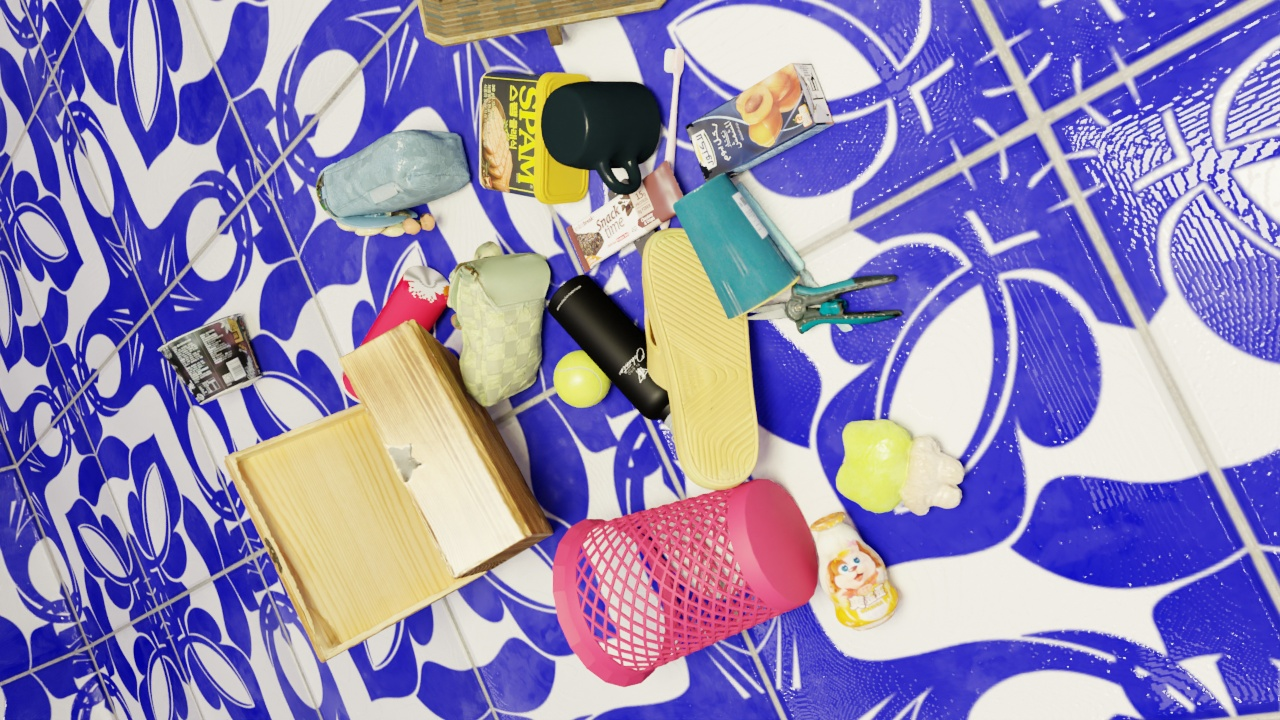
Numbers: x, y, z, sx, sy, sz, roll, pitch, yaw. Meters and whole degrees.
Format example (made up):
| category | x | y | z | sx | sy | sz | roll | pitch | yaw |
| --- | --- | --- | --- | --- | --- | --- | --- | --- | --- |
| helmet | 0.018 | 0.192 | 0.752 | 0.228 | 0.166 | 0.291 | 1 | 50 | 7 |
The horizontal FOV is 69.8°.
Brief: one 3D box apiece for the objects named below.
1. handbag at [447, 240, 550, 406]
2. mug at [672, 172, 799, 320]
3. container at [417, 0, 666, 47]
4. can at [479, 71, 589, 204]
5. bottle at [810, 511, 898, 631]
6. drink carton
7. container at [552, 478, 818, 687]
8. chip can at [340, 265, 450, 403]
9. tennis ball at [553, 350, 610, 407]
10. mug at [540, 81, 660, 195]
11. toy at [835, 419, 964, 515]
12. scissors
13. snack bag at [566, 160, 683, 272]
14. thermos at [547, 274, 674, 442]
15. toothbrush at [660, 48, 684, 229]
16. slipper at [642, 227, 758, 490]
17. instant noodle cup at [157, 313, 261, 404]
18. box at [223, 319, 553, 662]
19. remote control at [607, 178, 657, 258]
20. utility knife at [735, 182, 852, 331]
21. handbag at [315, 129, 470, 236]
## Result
| category | x | y | z | sx | sy | sz | roll | pitch | yaw |
| --- | --- | --- | --- | --- | --- | --- | --- | --- | --- |
| handbag | -0.178 | -0.046 | 1.085 | 0.117 | 0.113 | 0.187 | 24 | 117 | 39 |
| mug | 0.086 | -0.109 | 0.860 | 0.078 | 0.077 | 0.121 | -27 | 97 | 39 |
| container | -0.101 | -0.400 | 0.895 | 0.250 | 0.186 | 0.157 | -9 | 98 | 2 |
| can | -0.118 | -0.246 | 1.005 | 0.104 | 0.075 | 0.135 | 17 | 113 | 36 |
| bottle | 0.202 | 0.201 | 0.884 | 0.063 | 0.063 | 0.108 | -28 | 86 | 39 |
| drink carton | 0.108 | -0.218 | 0.856 | 0.130 | 0.040 | 0.064 | -21 | 88 | 40 |
| container | 0.054 | 0.219 | 0.947 | 0.226 | 0.182 | 0.183 | -28 | 85 | 32 |
| chip can | -0.330 | -0.031 | 1.233 | 0.069 | 0.069 | 0.221 | 53 | 127 | 14 |
| tennis ball | -0.066 | 0.021 | 1.042 | 0.065 | 0.065 | 0.065 | 11 | 109 | 35 |
| mug | -0.035 | -0.221 | 0.923 | 0.085 | 0.094 | 0.121 | -33 | 77 | 48 |
| toy | 0.237 | 0.102 | 0.842 | 0.115 | 0.046 | 0.092 | 13 | 111 | 28 |
| scissors | 0.173 | -0.046 | 0.857 | 0.140 | 0.019 | 0.128 | 39 | 116 | 17 |
| snack bag | -0.018 | -0.149 | 0.969 | 0.158 | 0.013 | 0.057 | -25 | 85 | 40 |
| thermos | -0.006 | 0.006 | 0.994 | 0.231 | 0.061 | 0.061 | 47 | 126 | 18 |
| toothbrush | 0.029 | -0.222 | 0.934 | 0.018 | 0.015 | 0.181 | 19 | 113 | 40 |
| slipper | 0.058 | -0.001 | 0.918 | 0.078 | 0.099 | 0.263 | 135 | 127 | -73 |
| instant noodle cup | -0.691 | 0.002 | 1.490 | 0.138 | 0.137 | 0.112 | -20 | 98 | 40 |
| box | -0.308 | 0.166 | 1.106 | 0.315 | 0.282 | 0.279 | -32 | 81 | -2 |
| remote control | 0.009 | -0.129 | 0.975 | 0.032 | 0.015 | 0.136 | -34 | 81 | 39 |
| utility knife | 0.145 | -0.098 | 0.881 | 0.179 | 0.015 | 0.022 | 52 | 128 | 10 |
| handbag | -0.300 | -0.211 | 1.131 | 0.192 | 0.121 | 0.118 | -11 | 95 | 35 |
